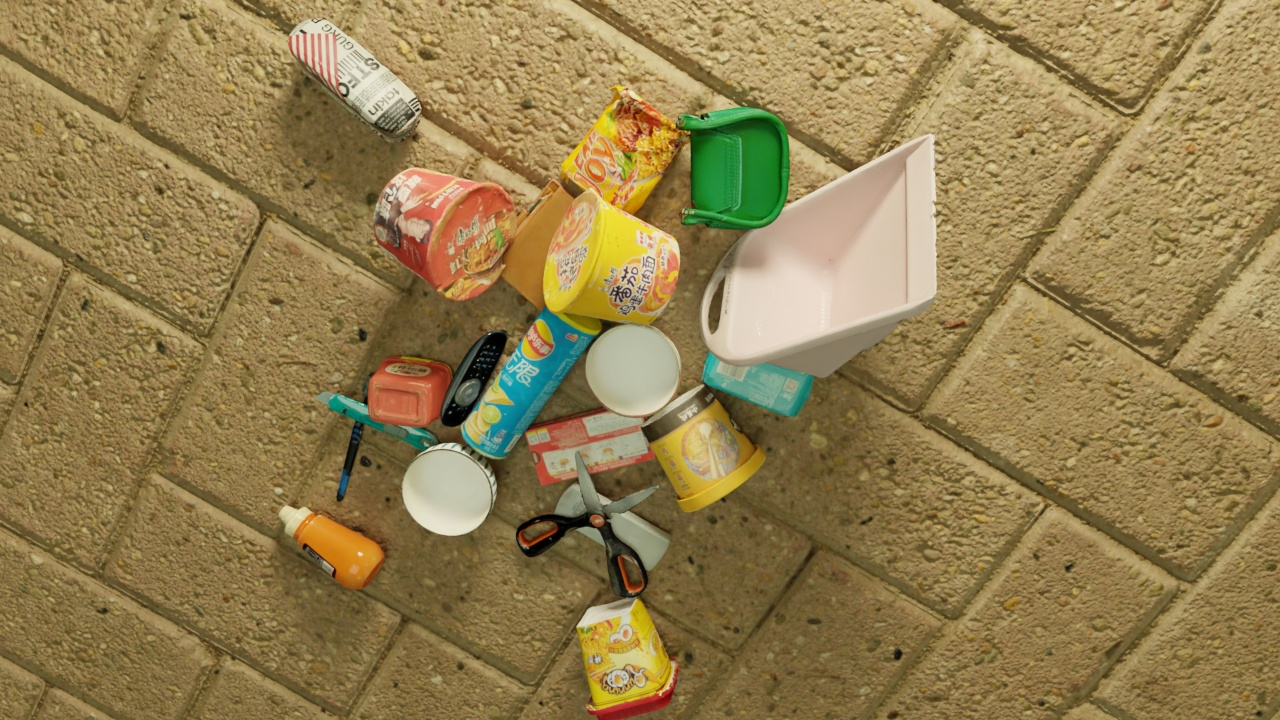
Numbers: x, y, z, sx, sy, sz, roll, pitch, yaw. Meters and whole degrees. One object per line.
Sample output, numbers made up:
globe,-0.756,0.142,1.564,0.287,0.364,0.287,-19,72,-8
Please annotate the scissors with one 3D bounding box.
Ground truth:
scissors,-0.057,0.214,1.149,0.234,0.021,0.221,-24,110,27

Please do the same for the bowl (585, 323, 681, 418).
bowl,-0.006,0.006,1.094,0.113,0.062,0.113,1,104,4

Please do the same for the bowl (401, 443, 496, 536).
bowl,-0.234,0.156,1.155,0.116,0.066,0.116,2,104,6

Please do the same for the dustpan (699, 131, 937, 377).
dustpan,0.174,-0.098,0.953,0.139,0.222,0.274,18,143,-11

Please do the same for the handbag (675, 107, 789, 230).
handbag,0.099,-0.209,1.008,0.120,0.068,0.131,-6,107,-12

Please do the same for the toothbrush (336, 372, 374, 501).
toothbrush,-0.369,0.102,1.182,0.014,0.016,0.190,20,107,1

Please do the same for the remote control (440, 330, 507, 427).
remote control,-0.208,0.019,1.124,0.024,0.053,0.136,34,100,26

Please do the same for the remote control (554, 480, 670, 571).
remote control,-0.036,0.211,1.171,0.150,0.021,0.058,31,114,-2

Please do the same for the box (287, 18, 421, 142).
box,-0.324,-0.318,1.053,0.163,0.082,0.075,38,71,-4

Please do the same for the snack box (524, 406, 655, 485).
snack box,-0.062,0.102,1.144,0.153,0.025,0.075,-14,103,9

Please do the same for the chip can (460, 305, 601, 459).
chip can,-0.133,0.021,1.098,0.071,0.071,0.211,36,111,-4

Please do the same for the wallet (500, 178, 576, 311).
wallet,-0.105,-0.132,1.083,0.108,0.031,0.132,40,105,-9

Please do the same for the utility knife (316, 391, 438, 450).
utility knife,-0.330,0.078,1.160,0.166,0.013,0.029,25,105,-11

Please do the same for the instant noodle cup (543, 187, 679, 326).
instant noodle cup,-0.029,-0.104,1.013,0.109,0.138,0.138,15,108,-26

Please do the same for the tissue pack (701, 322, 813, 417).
tissue pack,0.145,0.003,1.083,0.133,0.050,0.093,22,104,-1

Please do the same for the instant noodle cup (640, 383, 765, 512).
instant noodle cup,0.069,0.100,1.088,0.119,0.118,0.114,-34,91,13

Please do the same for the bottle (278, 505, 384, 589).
bottle,-0.410,0.238,1.201,0.149,0.066,0.067,33,106,4

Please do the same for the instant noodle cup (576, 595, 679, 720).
instant noodle cup,-0.021,0.377,1.176,0.116,0.116,0.123,-18,90,11

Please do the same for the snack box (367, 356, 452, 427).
snack box,-0.284,0.043,1.123,0.091,0.080,0.082,7,106,3

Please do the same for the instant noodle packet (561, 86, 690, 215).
instant noodle packet,-0.019,-0.232,1.041,0.111,0.044,0.128,36,105,-2

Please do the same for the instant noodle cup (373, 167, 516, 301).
instant noodle cup,-0.225,-0.149,1.031,0.109,0.137,0.138,26,108,26
